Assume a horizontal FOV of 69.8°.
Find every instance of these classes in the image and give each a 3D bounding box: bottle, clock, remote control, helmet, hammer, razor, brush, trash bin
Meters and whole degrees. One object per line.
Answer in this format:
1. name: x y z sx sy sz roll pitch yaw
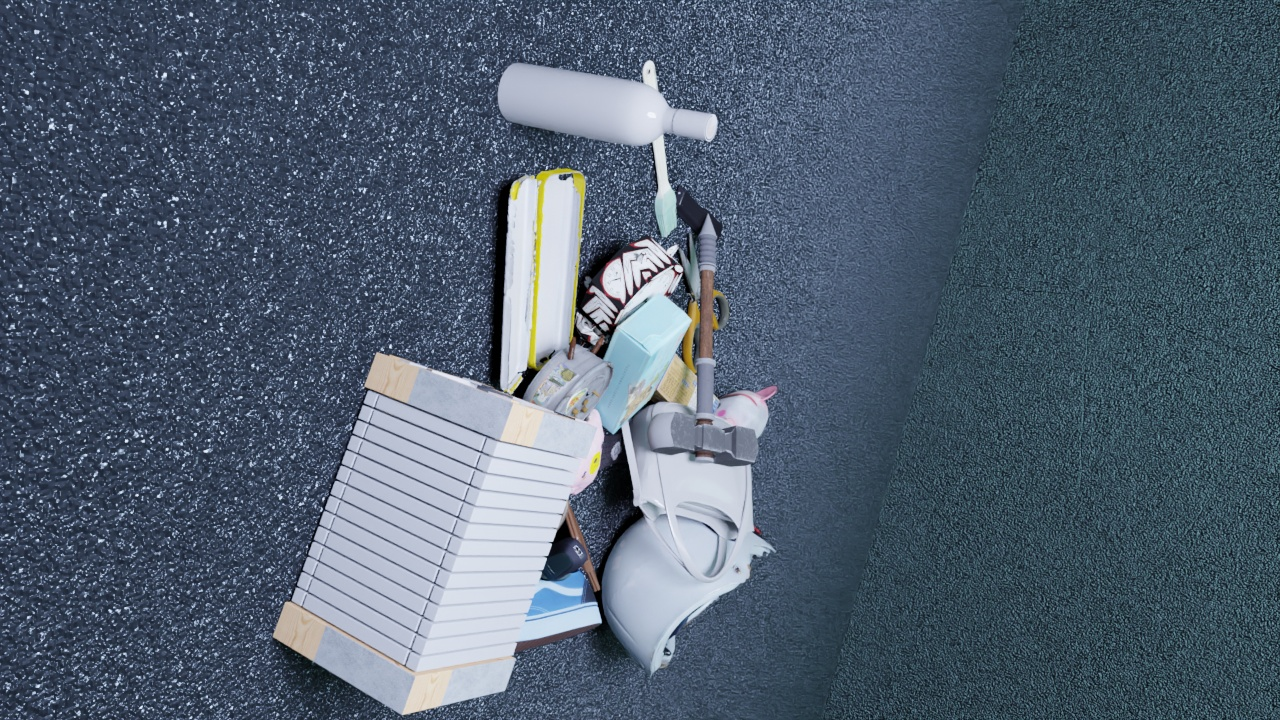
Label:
1. bottle: -0.027 -0.211 0.772 0.052 0.195 0.052 -40 139 -47
2. clock: -0.083 0.044 0.952 0.148 0.056 0.103 -54 166 13
3. remote control: -0.029 0.113 1.178 0.124 0.009 0.046 -6 111 -61
4. helmet: 0.047 0.287 1.256 0.237 0.163 0.263 -49 164 15
5. hammer: 0.081 -0.033 1.136 0.156 0.043 0.321 14 69 -34
6. razor: -0.081 0.209 0.973 0.052 0.047 0.143 -36 176 -24
7. clock: -0.024 -0.071 1.014 0.155 0.065 0.114 -52 165 29
8. remote control: 0.075 -0.186 1.185 0.136 0.015 0.032 29 80 -63
9. brush: 0.022 -0.240 1.056 0.033 0.012 0.218 -50 145 -37
10. trash bin: -0.168 0.141 0.781 0.142 0.142 0.247 25 84 -63

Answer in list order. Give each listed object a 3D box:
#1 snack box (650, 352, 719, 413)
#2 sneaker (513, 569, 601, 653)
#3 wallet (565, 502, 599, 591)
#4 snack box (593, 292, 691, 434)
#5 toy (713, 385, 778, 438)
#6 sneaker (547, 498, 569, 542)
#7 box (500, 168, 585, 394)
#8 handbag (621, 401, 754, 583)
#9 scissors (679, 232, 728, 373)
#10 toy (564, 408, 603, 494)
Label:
1. snack box: 0.044 0.038 1.223 0.056 0.057 0.206 -63 153 -10
2. sneaker: -0.147 0.268 1.009 0.240 0.084 0.098 5 57 -51
3. wallet: -0.075 0.210 1.088 0.013 0.087 0.121 -20 137 -5
4. snack box: -0.006 0.006 1.031 0.074 0.053 0.175 -43 168 -36
5. toy: 0.118 0.121 1.347 0.212 0.084 0.142 -56 -172 -36
6. sneaker: -0.150 0.184 0.889 0.234 0.095 0.120 -56 154 -29
7. box: -0.100 -0.079 0.898 0.129 0.039 0.210 -38 139 -59
8. handbag: 0.053 0.167 1.133 0.215 0.096 0.222 21 49 -33
9. scissors: 0.075 -0.074 1.254 0.161 0.016 0.225 -64 152 -16
10. toy: -0.073 0.114 1.048 0.102 0.050 0.093 -55 150 -41
